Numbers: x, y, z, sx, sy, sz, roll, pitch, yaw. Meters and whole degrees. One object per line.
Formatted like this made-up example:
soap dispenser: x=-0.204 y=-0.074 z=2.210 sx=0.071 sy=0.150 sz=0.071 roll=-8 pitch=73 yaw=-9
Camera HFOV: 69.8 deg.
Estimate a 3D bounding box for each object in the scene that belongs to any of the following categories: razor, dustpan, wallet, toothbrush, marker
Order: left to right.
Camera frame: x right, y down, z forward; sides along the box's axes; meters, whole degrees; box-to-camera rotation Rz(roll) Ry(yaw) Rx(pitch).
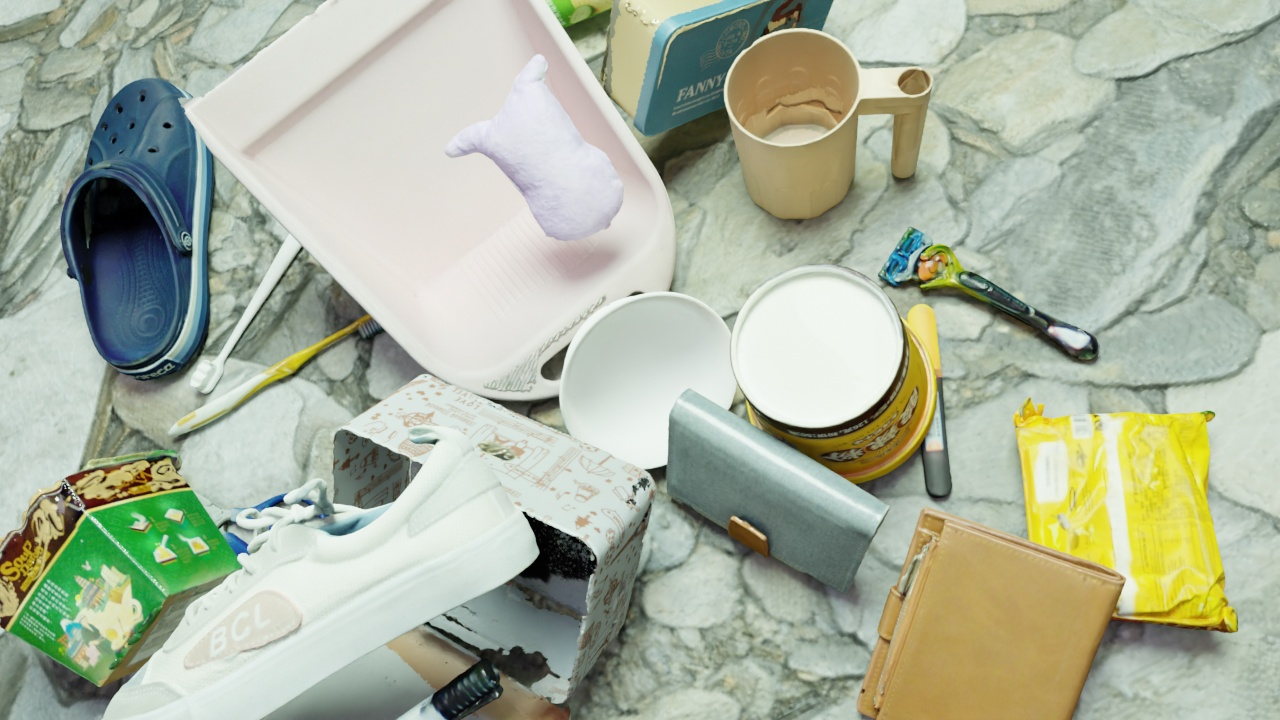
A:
toothbrush: x=-0.293 y=-0.055 z=0.708 sx=0.016 sy=0.016 sz=0.180 roll=25 pitch=79 yaw=17
toothbrush: x=-0.266 y=0.011 z=0.681 sx=0.191 sy=0.016 sz=0.018 roll=-30 pitch=77 yaw=1
marker: x=-0.123 y=0.193 z=0.459 sx=0.131 sy=0.018 sz=0.022 roll=-38 pitch=83 yaw=7
dustpan: x=-0.101 y=-0.111 z=0.587 sx=0.222 sy=0.273 sz=0.139 roll=-41 pitch=43 yaw=0
wallet: x=0.071 y=0.083 z=0.535 sx=0.130 sy=0.107 sz=0.036 roll=30 pitch=58 yaw=20
marker: x=0.182 y=0.025 z=0.579 sx=0.018 sy=0.015 sz=0.123 roll=-5 pitch=73 yaw=12
wallet: x=0.185 y=0.157 z=0.499 sx=0.108 sy=0.031 sz=0.132 roll=18 pitch=102 yaw=18
razor: x=0.225 y=-0.040 z=0.586 sx=0.143 sy=0.022 sz=0.042 roll=32 pitch=83 yaw=20

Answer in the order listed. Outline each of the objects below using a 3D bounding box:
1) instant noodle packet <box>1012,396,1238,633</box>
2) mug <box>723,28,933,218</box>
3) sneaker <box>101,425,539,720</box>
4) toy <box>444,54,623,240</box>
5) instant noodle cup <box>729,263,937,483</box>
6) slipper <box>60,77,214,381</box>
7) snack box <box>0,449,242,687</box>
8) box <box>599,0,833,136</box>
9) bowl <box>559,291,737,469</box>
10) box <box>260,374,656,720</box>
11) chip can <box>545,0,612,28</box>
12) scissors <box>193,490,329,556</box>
instant noodle packet: x=0.271 y=0.085 z=0.523 sx=0.111 sy=0.044 sz=0.128 roll=1 pitch=70 yaw=15
mug: x=0.122 y=-0.151 z=0.602 sx=0.125 sy=0.103 sz=0.084 roll=1 pitch=72 yaw=13
sneaker: x=-0.173 y=0.111 z=0.445 sx=0.242 sy=0.089 sz=0.090 roll=-29 pitch=90 yaw=7
toy: x=-0.058 y=-0.120 z=0.570 sx=0.084 sy=0.039 sz=0.108 roll=-39 pitch=112 yaw=9
instant noodle cup: x=0.110 y=0.006 z=0.538 sx=0.119 sy=0.114 sz=0.118 roll=-6 pitch=72 yaw=18
slipper: x=-0.397 y=-0.109 z=0.710 sx=0.105 sy=0.095 sz=0.252 roll=-12 pitch=73 yaw=5
snack box: x=-0.338 y=0.140 z=0.604 sx=0.105 sy=0.117 sz=0.118 roll=40 pitch=98 yaw=8
box: x=0.049 y=-0.218 z=0.615 sx=0.183 sy=0.090 sz=0.059 roll=-33 pitch=66 yaw=-29
bowl: x=-0.004 y=0.003 z=0.591 sx=0.118 sy=0.118 sz=0.064 roll=-39 pitch=30 yaw=-2
box: x=-0.117 y=0.135 z=0.511 sx=0.180 sy=0.157 sz=0.226 roll=25 pitch=47 yaw=19
chip can: x=-0.074 y=-0.289 z=0.708 sx=0.221 sy=0.072 sz=0.072 roll=-20 pitch=69 yaw=6
scissors: x=-0.300 y=0.124 z=0.652 sx=0.171 sy=0.012 sz=0.140 roll=-12 pitch=70 yaw=10
